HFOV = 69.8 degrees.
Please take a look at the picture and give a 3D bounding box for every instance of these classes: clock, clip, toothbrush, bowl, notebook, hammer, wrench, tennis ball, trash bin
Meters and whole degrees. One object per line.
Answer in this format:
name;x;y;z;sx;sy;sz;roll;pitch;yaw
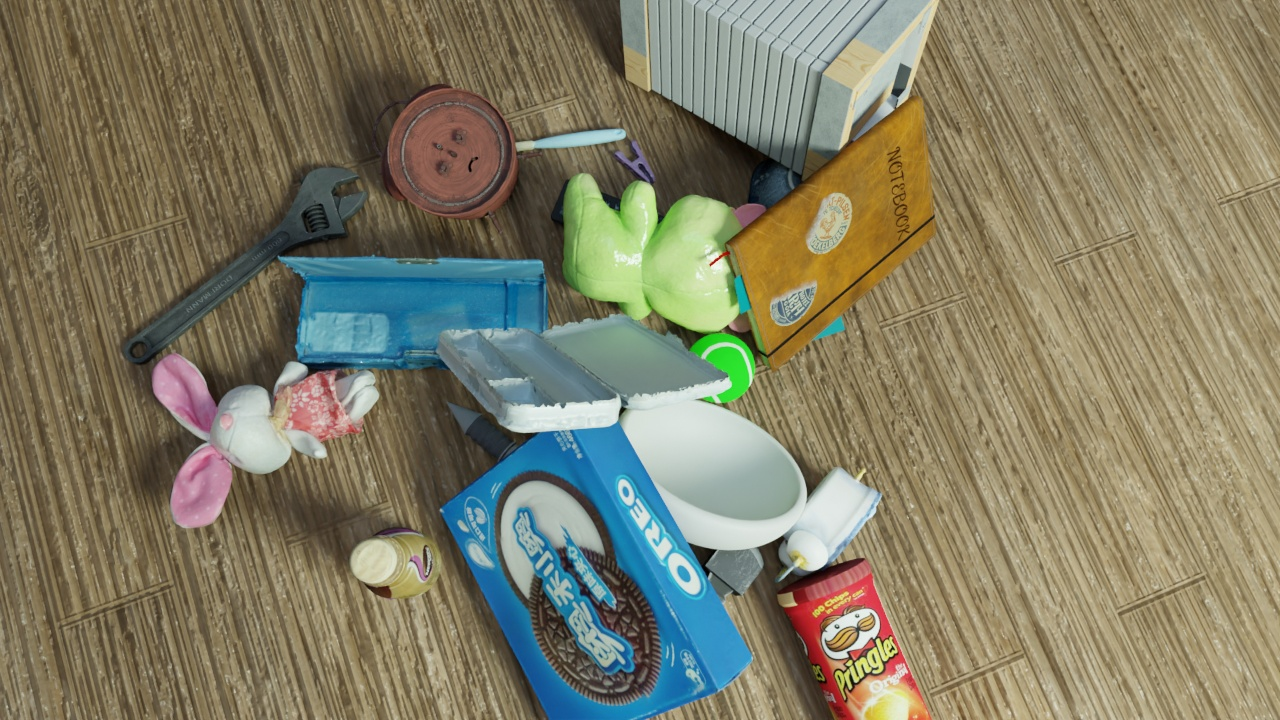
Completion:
clock;0.162;0.152;0.820;0.052;0.089;0.125;39;75;11
clip;-0.001;-0.203;0.931;0.051;0.014;0.043;28;74;6
toothbrush;-0.091;-0.220;0.926;0.155;0.016;0.022;-8;78;-6
bowl;0.164;-0.169;0.912;0.110;0.055;0.110;1;77;-5
notebook;0.182;-0.104;0.856;0.249;0.178;0.014;-39;45;-14
hammer;-0.053;0.140;0.835;0.322;0.043;0.156;38;77;8
bowl;0.052;0.108;0.806;0.176;0.176;0.066;22;119;1
wrench;-0.375;-0.090;0.876;0.273;0.018;0.073;-41;83;-10
tennis ball;0.074;0.007;0.859;0.065;0.065;0.065;1;77;-4
clock;-0.185;-0.198;0.875;0.158;0.072;0.120;27;91;3
trash bin;0.123;-0.304;0.862;0.247;0.143;0.142;35;71;17

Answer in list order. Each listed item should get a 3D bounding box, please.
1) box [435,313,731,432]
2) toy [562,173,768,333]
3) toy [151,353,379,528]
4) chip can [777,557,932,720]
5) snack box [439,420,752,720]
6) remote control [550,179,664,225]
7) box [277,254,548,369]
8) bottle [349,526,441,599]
box;-0.054;0.004;0.740;0.191;0.209;0.045;-9;111;-27
toy;0.020;-0.090;0.839;0.197;0.150;0.107;12;36;10
toy;-0.327;0.054;0.811;0.194;0.084;0.159;-13;72;-6
chip can;0.199;0.286;0.792;0.087;0.087;0.213;-21;80;-9
snack box;-0.046;0.178;0.751;0.056;0.196;0.239;-20;76;-51
remote control;-0.012;-0.131;0.909;0.150;0.022;0.047;22;76;-1
box;-0.200;-0.047;0.829;0.231;0.112;0.094;1;76;-4
bottle;-0.203;0.165;0.750;0.059;0.166;0.059;1;77;-4
